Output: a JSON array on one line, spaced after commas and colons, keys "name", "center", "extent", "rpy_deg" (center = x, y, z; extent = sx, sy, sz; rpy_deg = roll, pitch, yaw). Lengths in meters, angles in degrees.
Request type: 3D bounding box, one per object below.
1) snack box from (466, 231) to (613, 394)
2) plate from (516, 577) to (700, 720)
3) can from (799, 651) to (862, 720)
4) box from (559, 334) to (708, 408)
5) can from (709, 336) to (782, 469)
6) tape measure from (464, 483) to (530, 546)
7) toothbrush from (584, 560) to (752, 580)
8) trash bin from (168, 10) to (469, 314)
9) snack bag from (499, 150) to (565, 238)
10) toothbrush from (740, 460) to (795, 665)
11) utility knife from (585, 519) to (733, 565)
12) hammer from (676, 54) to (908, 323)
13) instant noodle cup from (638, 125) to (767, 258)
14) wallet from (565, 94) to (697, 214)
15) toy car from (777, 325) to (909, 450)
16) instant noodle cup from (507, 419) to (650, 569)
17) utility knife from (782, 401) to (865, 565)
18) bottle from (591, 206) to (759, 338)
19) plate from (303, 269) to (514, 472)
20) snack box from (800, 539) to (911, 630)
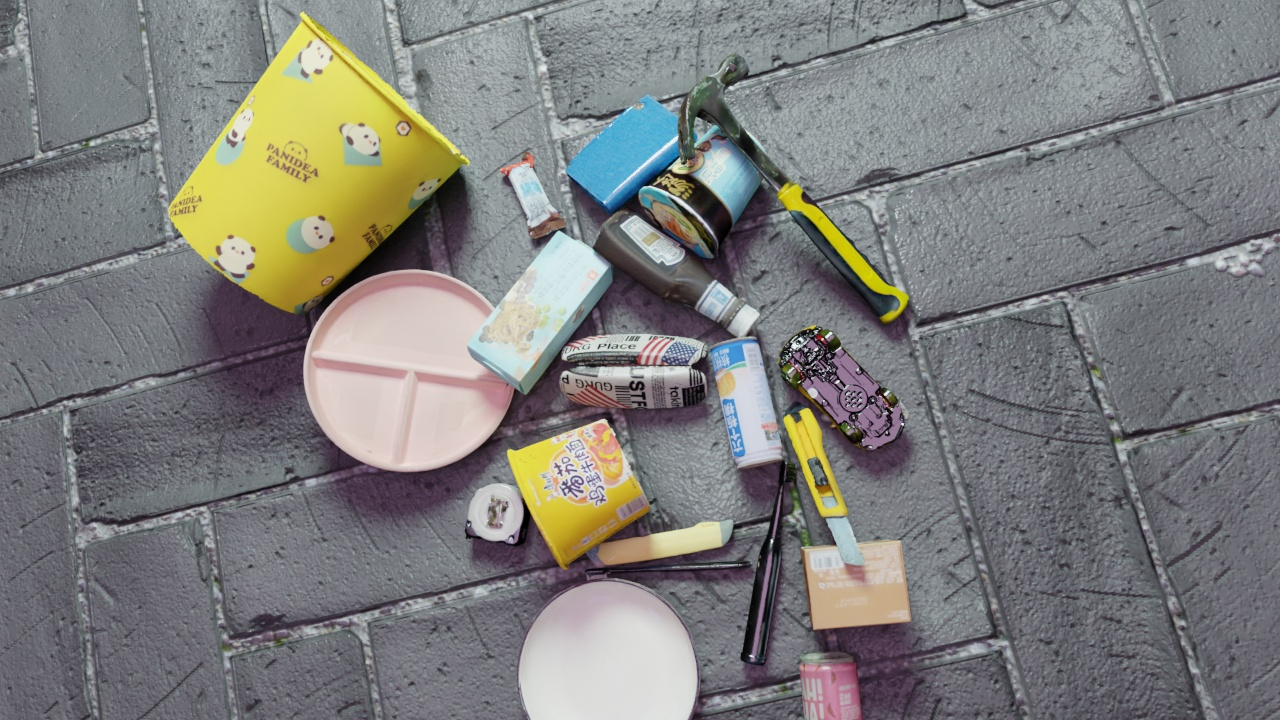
[{"name": "snack box", "center": [-0.109, -0.054, 1.016], "extent": [0.074, 0.052, 0.174], "rpy_deg": [33, 75, 12]}, {"name": "plate", "center": [-0.032, 0.326, 0.961], "extent": [0.192, 0.039, 0.192], "rpy_deg": [-2, 80, 8]}, {"name": "can", "center": [0.193, 0.369, 0.911], "extent": [0.058, 0.058, 0.147], "rpy_deg": [-5, 79, 7]}, {"name": "box", "center": [-0.006, 0.002, 1.010], "extent": [0.163, 0.076, 0.087], "rpy_deg": [1, 57, 11]}, {"name": "can", "center": [0.113, 0.046, 0.981], "extent": [0.053, 0.053, 0.134], "rpy_deg": [-13, 79, 6]}, {"name": "tape measure", "center": [-0.156, 0.168, 1.009], "extent": [0.066, 0.033, 0.066], "rpy_deg": [7, 82, 8]}, {"name": "toothbrush", "center": [0.030, 0.226, 0.982], "extent": [0.181, 0.015, 0.018], "rpy_deg": [-7, 85, 8]}, {"name": "trash bin", "center": [-0.359, -0.204, 1.016], "extent": [0.229, 0.229, 0.255], "rpy_deg": [43, 94, 13]}, {"name": "snack bag", "center": [-0.127, -0.194, 1.071], "extent": [0.045, 0.026, 0.105], "rpy_deg": [-25, 78, -6]}, {"name": "toothbrush", "center": [0.137, 0.210, 0.965], "extent": [0.027, 0.026, 0.212], "rpy_deg": [16, 80, -24]}, {"name": "utility knife", "center": [0.019, 0.197, 0.987], "extent": [0.167, 0.018, 0.031], "rpy_deg": [-10, 75, 5]}, {"name": "hammer", "center": [0.163, -0.164, 0.965], "extent": [0.323, 0.032, 0.126], "rpy_deg": [47, 70, -8]}, {"name": "instant noodle cup", "center": [0.076, -0.193, 1.007], "extent": [0.111, 0.111, 0.120], "rpy_deg": [36, 79, 12]}, {"name": "wallet", "center": [-0.013, -0.233, 1.039], "extent": [0.133, 0.040, 0.106], "rpy_deg": [-41, 50, -3]}, {"name": "toy car", "center": [0.212, 0.031, 0.975], "extent": [0.071, 0.041, 0.156], "rpy_deg": [-44, 76, -1]}, {"name": "instant noodle cup", "center": [-0.061, 0.131, 0.957], "extent": [0.109, 0.138, 0.138], "rpy_deg": [-27, 77, -5]}, {"name": "utility knife", "center": [0.184, 0.119, 0.924], "extent": [0.033, 0.015, 0.208], "rpy_deg": [-25, 45, 11]}, {"name": "bottle", "center": [0.042, -0.092, 1.007], "extent": [0.195, 0.079, 0.044], "rpy_deg": [36, 131, 7]}, {"name": "plate", "center": [-0.255, 0.011, 1.026], "extent": [0.229, 0.028, 0.229], "rpy_deg": [2, 78, -8]}, {"name": "snack box", "center": [0.212, 0.222, 0.915], "extent": [0.093, 0.094, 0.077], "rpy_deg": [-7, 79, 7]}]
